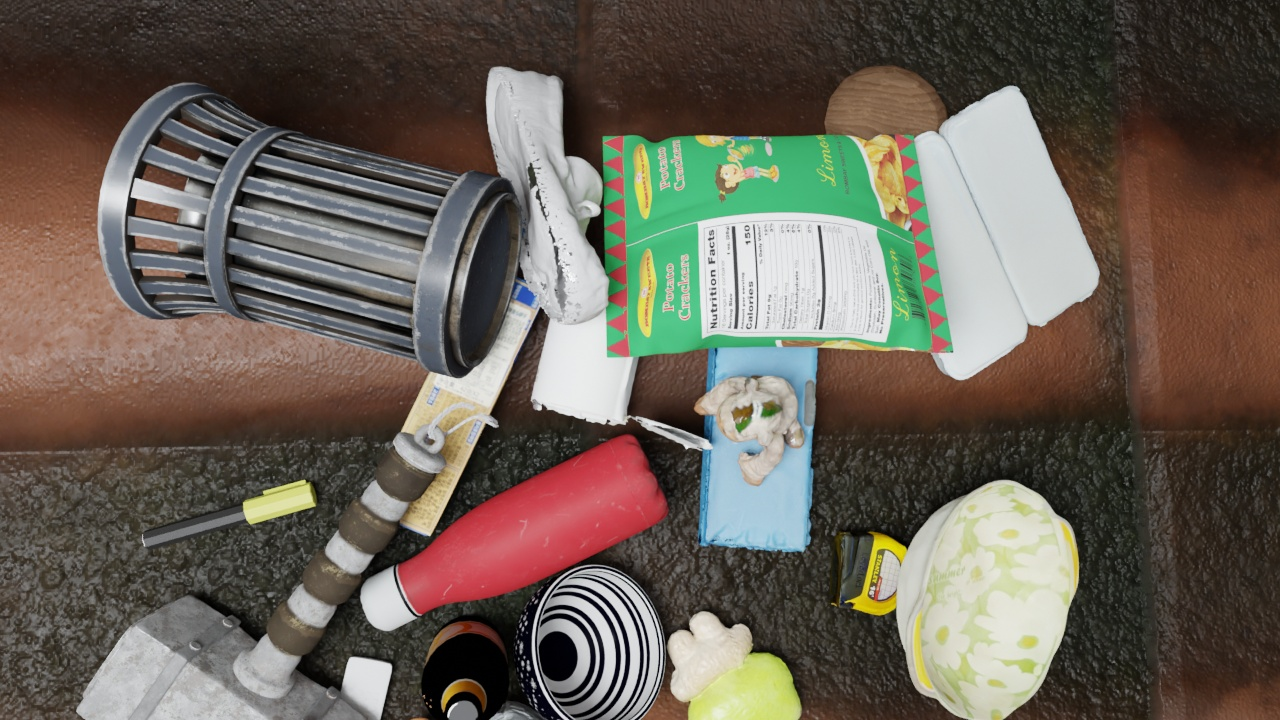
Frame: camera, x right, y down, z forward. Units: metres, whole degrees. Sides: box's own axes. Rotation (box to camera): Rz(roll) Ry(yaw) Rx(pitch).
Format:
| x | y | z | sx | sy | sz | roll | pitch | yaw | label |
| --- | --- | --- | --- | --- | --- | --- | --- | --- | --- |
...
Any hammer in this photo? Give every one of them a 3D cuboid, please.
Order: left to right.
| x | y | z | sx | sy | sz | roll | pitch | yaw | label |
| --- | --- | --- | --- | --- | --- | --- | --- | --- | --- |
| -0.218 | 0.156 | 0.634 | 0.177 | 0.079 | 0.326 | 36 | 93 | 0 | hammer |

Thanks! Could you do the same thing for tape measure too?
| x | y | z | sx | sy | sz | roll | pitch | yaw | label |
| --- | --- | --- | --- | --- | --- | --- | --- | --- | --- |
| 0.190 | 0.175 | 0.759 | 0.064 | 0.037 | 0.065 | 6 | 86 | -8 | tape measure |

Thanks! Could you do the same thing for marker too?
| x | y | z | sx | sy | sz | roll | pitch | yaw | label |
| --- | --- | --- | --- | --- | --- | --- | --- | --- | --- |
| -0.309 | 0.117 | 0.692 | 0.123 | 0.017 | 0.021 | -15 | 54 | -9 | marker |

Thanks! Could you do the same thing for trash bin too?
| x | y | z | sx | sy | sz | roll | pitch | yaw | label |
| --- | --- | --- | --- | --- | --- | --- | --- | --- | --- |
| -0.209 | -0.081 | 0.628 | 0.227 | 0.164 | 0.164 | 14 | 82 | 5 | trash bin |

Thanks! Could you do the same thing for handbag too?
| x | y | z | sx | sy | sz | roll | pitch | yaw | label |
| --- | --- | --- | --- | --- | --- | --- | --- | --- | --- |
| -0.134 | 0.321 | 0.656 | 0.123 | 0.112 | 0.171 | 30 | 81 | 2 | handbag |

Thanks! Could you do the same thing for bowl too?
| x | y | z | sx | sy | sz | roll | pitch | yaw | label |
| --- | --- | --- | --- | --- | --- | --- | --- | --- | --- |
| -0.048 | 0.221 | 0.694 | 0.120 | 0.067 | 0.120 | 19 | 59 | -34 | bowl |
| 0.223 | -0.208 | 0.806 | 0.118 | 0.030 | 0.117 | 1 | 84 | -9 | bowl |
| 0.266 | 0.188 | 0.739 | 0.218 | 0.060 | 0.188 | -18 | 100 | -33 | bowl |

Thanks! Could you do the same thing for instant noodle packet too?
| x | y | z | sx | sy | sz | roll | pitch | yaw | label |
| --- | --- | --- | --- | --- | --- | --- | --- | --- | --- |
| 0.099 | -0.093 | 0.703 | 0.252 | 0.090 | 0.195 | -1 | 66 | -2 | instant noodle packet |

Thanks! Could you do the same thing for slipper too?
| x | y | z | sx | sy | sz | roll | pitch | yaw | label |
| --- | --- | --- | --- | --- | --- | --- | --- | --- | --- |
| -0.066 | -0.129 | 0.691 | 0.074 | 0.112 | 0.246 | -13 | 55 | -6 | slipper |

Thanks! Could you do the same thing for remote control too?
| x | y | z | sx | sy | sz | roll | pitch | yaw | label |
| --- | --- | --- | --- | --- | --- | --- | --- | --- | --- |
| -0.218 | 0.291 | 0.692 | 0.033 | 0.012 | 0.130 | 12 | 83 | -6 | remote control |

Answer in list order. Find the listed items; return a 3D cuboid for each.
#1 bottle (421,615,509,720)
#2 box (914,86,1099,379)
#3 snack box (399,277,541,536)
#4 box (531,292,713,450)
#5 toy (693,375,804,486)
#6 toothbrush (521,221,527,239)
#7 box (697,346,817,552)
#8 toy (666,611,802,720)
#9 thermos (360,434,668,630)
| x | y | z | sx | sy | sz | roll | pitch | yaw | label |
| --- | --- | --- | --- | --- | --- | --- | --- | --- | --- |
| -0.120 | 0.219 | 0.629 | 0.059 | 0.182 | 0.059 | 1 | 84 | -10 | bottle |
| 0.298 | -0.111 | 0.797 | 0.188 | 0.037 | 0.209 | -28 | 100 | -9 | box |
| -0.141 | 0.029 | 0.710 | 0.056 | 0.057 | 0.206 | 26 | 80 | -7 | snack box |
| -0.004 | 0.004 | 0.714 | 0.150 | 0.080 | 0.106 | 15 | 83 | 4 | box |
| 0.086 | 0.048 | 0.683 | 0.074 | 0.106 | 0.085 | -22 | 80 | 1 | toy |
| -0.153 | -0.067 | 0.738 | 0.166 | 0.014 | 0.016 | -35 | 91 | -12 | toothbrush |
| 0.100 | 0.038 | 0.750 | 0.093 | 0.052 | 0.231 | 6 | 83 | -8 | box |
| 0.069 | 0.256 | 0.728 | 0.092 | 0.046 | 0.115 | -35 | 84 | -12 | toy |
| -0.098 | 0.137 | 0.697 | 0.240 | 0.073 | 0.073 | -26 | 89 | -3 | thermos |
